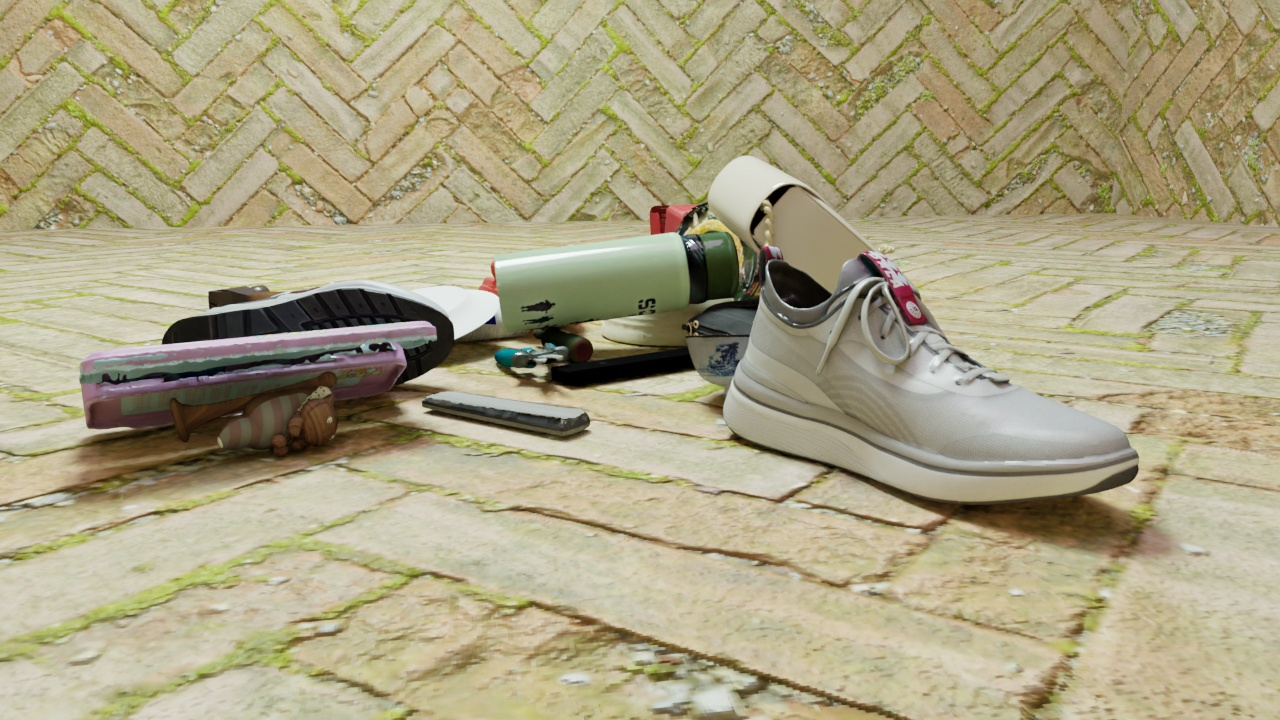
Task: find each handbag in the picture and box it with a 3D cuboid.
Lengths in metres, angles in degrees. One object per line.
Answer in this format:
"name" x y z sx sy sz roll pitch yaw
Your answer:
"handbag" 0.096 -0.026 0.845 0.079 0.054 0.129 -6 15 -33
"handbag" 0.173 -0.112 0.892 0.208 0.103 0.210 36 11 -22

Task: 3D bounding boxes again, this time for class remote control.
"remote control" -0.098 0.037 0.659 0.137 0.013 0.033 6 13 33
"remote control" -0.005 0.005 0.802 0.149 0.013 0.034 -8 11 -33

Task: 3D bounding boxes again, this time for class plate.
"plate" -0.233 -0.043 0.905 0.188 0.016 0.188 -10 22 4

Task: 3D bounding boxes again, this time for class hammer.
"hammer" -0.367 -0.068 1.106 0.323 0.033 0.115 3 11 11

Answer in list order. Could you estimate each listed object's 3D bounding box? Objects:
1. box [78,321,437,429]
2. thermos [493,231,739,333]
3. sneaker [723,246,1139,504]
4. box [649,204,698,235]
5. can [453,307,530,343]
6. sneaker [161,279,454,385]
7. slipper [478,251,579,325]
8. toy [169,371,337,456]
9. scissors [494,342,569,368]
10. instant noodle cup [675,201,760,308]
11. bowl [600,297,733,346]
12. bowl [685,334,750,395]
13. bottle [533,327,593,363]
"box" -0.258 0.007 0.624 0.213 0.035 0.151 -8 -9 -32
"thermos" -0.021 -0.081 0.882 0.231 0.082 0.082 -8 13 -6
"sneaker" 0.159 0.004 0.541 0.096 0.129 0.263 -11 18 -39
"box" 0.101 -0.147 1.233 0.157 0.134 0.110 -7 14 -27
"can" -0.161 -0.038 0.955 0.095 0.032 0.032 -8 14 -30
"sneaker" -0.271 -0.030 0.792 0.240 0.089 0.124 -3 15 2
"slipper" -0.123 -0.087 1.047 0.103 0.059 0.249 20 -1 -20
"toy" -0.240 0.038 0.587 0.101 0.042 0.054 -17 58 -27
"scissors" -0.094 -0.003 0.797 0.148 0.019 0.123 -4 6 35
"instant noodle cup" 0.116 -0.120 1.125 0.137 0.137 0.112 11 7 41
"bowl" 0.032 -0.065 0.980 0.151 0.075 0.150 -1 13 0
"bowl" 0.091 0.005 0.700 0.114 0.045 0.114 1 -1 0
"bottle" -0.079 -0.018 0.880 0.025 0.025 0.106 -7 14 -30
